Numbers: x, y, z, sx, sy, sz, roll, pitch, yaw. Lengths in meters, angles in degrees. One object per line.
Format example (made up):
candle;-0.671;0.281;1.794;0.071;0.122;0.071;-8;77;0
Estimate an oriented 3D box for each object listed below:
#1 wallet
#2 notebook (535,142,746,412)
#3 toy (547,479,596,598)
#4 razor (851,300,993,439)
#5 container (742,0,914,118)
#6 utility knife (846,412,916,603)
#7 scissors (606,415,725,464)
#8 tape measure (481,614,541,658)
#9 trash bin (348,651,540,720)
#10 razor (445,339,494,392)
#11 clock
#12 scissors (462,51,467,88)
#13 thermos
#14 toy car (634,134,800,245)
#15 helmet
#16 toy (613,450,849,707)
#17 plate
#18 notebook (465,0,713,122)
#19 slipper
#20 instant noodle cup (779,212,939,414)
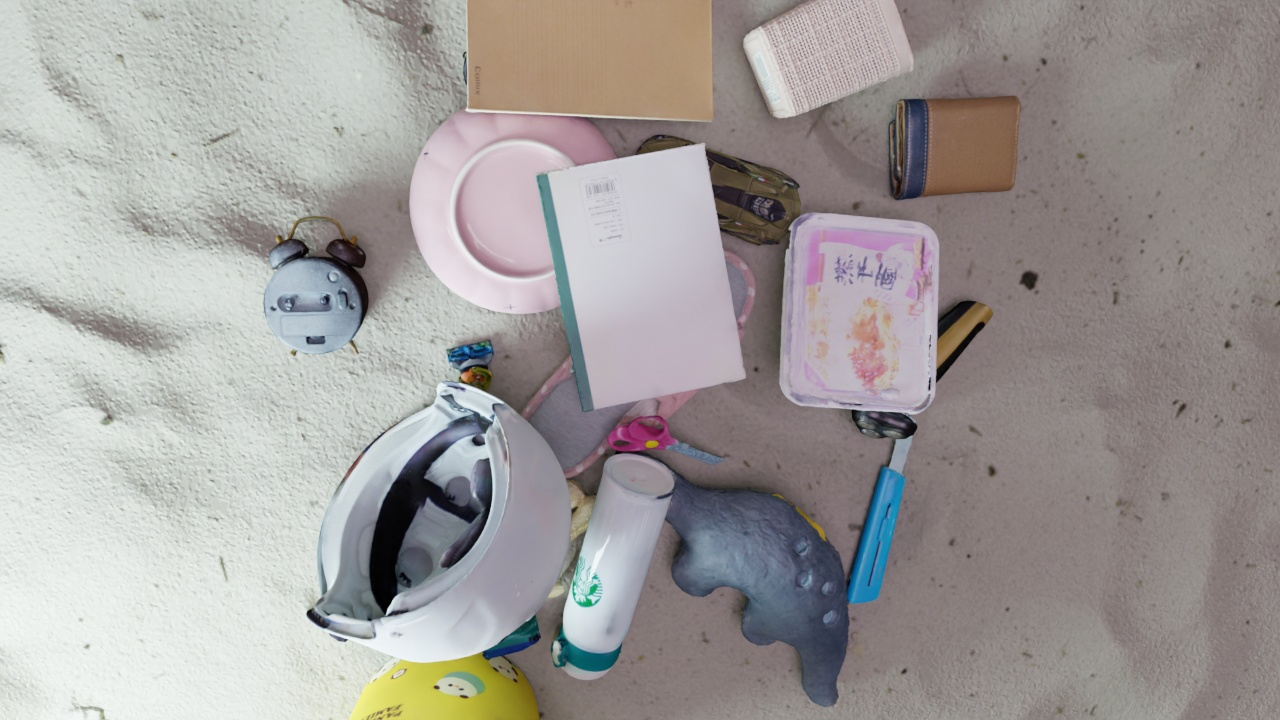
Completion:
wallet;0.288;-0.196;0.841;0.115;0.033;0.090;-5;105;-7
notebook;0.002;-0.070;0.792;0.150;0.012;0.209;-12;99;-8
toy;-0.101;0.179;0.858;0.157;0.066;0.105;-45;103;-7
razor;0.271;0.009;0.872;0.167;0.067;0.062;-46;147;-2
container;0.156;-0.264;0.782;0.111;0.090;0.090;-25;104;2
utility knife;0.243;0.149;0.918;0.034;0.018;0.203;10;99;-8
scissors;0.034;0.077;0.849;0.135;0.017;0.064;20;135;-35
tape measure;-0.125;0.258;0.877;0.058;0.054;0.025;-11;106;-6
trash bin;-0.179;0.389;0.796;0.229;0.255;0.230;-2;103;-7
razor;-0.145;0.055;0.848;0.042;0.022;0.143;-11;104;-2
clock;-0.277;-0.062;0.790;0.082;0.055;0.122;-1;101;-6
scissors;-0.109;-0.191;0.803;0.142;0.014;0.173;-35;104;3
thermos;-0.030;0.198;0.849;0.073;0.073;0.225;12;114;-9
toy car;0.067;-0.151;0.820;0.158;0.042;0.070;16;99;-7
helmet;-0.152;0.145;0.768;0.146;0.259;0.228;38;63;-30
toy;0.117;0.200;0.884;0.138;0.091;0.356;-35;104;30
plate;-0.103;-0.131;0.796;0.192;0.039;0.192;-3;106;-9
notebook;-0.041;-0.279;0.769;0.211;0.012;0.149;-1;93;-14
slipper;-0.005;0.005;0.837;0.274;0.054;0.114;-43;104;5
instant noodle cup;0.191;-0.039;0.826;0.138;0.060;0.173;5;80;-3
